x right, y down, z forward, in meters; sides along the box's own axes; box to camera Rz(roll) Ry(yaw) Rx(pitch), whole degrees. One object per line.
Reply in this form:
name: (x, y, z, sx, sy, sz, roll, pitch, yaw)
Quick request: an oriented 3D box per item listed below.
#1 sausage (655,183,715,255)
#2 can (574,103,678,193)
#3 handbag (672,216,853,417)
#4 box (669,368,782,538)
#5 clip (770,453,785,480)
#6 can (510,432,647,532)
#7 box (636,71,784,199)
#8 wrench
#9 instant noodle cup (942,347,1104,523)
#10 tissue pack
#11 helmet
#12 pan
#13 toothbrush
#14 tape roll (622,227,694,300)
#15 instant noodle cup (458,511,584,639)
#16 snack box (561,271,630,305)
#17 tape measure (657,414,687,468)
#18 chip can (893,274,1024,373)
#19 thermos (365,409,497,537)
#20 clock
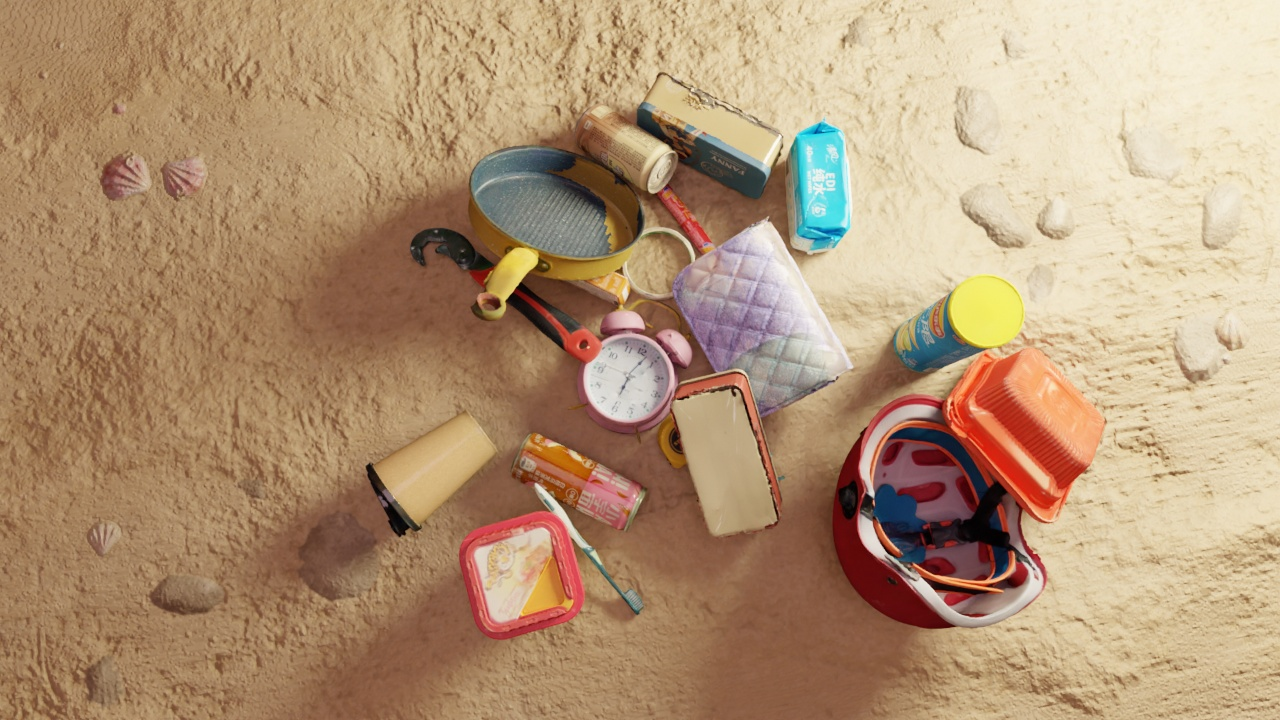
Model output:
sausage: (0.050, -0.171, 1.084, 0.020, 0.020, 0.156, -36, 84, -4)
can: (-0.018, -0.246, 1.063, 0.116, 0.058, 0.058, 37, 84, 19)
handbag: (0.133, -0.043, 1.021, 0.134, 0.075, 0.194, -30, 88, 26)
box: (0.091, 0.104, 0.987, 0.091, 0.076, 0.168, -14, 103, 15)
clip: (0.134, 0.132, 1.047, 0.054, 0.013, 0.033, -28, 82, -5)
can: (-0.069, 0.136, 1.027, 0.147, 0.058, 0.058, 25, 84, 4)
box: (0.085, -0.256, 1.059, 0.184, 0.090, 0.059, 30, 80, 8)
wrench: (-0.154, -0.079, 1.049, 0.273, 0.016, 0.056, 33, 79, 18)
instant noodle cup: (0.413, 0.065, 0.971, 0.164, 0.079, 0.188, 47, 42, 6)
tissue pack: (0.204, -0.195, 1.048, 0.063, 0.090, 0.140, -3, 83, 0)
helmet: (0.290, 0.171, 0.973, 0.206, 0.144, 0.239, 1, 63, -23)
pan: (-0.107, -0.128, 0.948, 0.197, 0.078, 0.356, 21, 42, -1)
toothbrush: (-0.056, 0.208, 1.018, 0.018, 0.016, 0.191, -40, 99, -14)
tape roll: (0.021, -0.114, 1.080, 0.086, 0.014, 0.085, 0, 83, 1)
instant noodle cup: (-0.122, 0.225, 0.983, 0.116, 0.124, 0.116, -16, 83, -1)
snack box: (-0.086, -0.109, 1.050, 0.154, 0.075, 0.026, 26, 85, 4)
tape measure: (0.048, 0.087, 1.043, 0.060, 0.029, 0.057, -36, 105, -5)
chip can: (0.327, -0.033, 0.965, 0.071, 0.210, 0.071, 0, 83, 1)
thermos: (-0.234, 0.122, 1.021, 0.143, 0.093, 0.093, -37, 83, -12)
clock: (-0.006, 0.006, 1.042, 0.117, 0.060, 0.158, 24, 82, 4)
